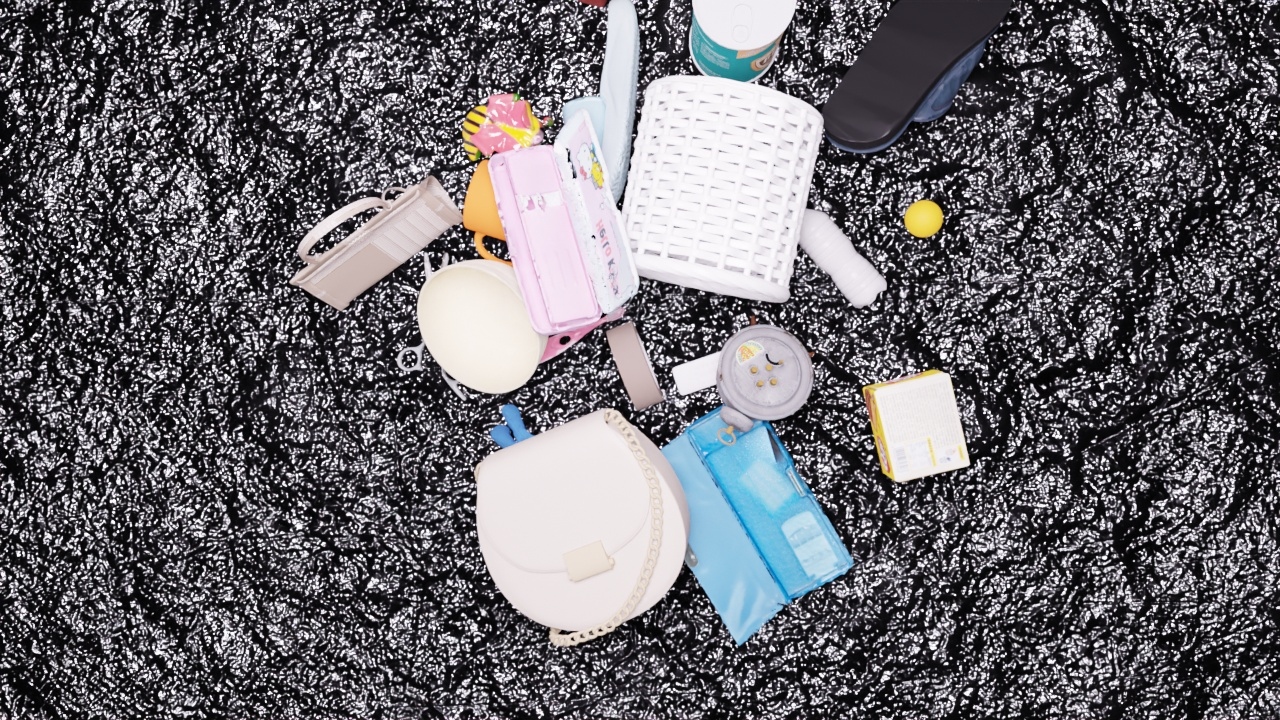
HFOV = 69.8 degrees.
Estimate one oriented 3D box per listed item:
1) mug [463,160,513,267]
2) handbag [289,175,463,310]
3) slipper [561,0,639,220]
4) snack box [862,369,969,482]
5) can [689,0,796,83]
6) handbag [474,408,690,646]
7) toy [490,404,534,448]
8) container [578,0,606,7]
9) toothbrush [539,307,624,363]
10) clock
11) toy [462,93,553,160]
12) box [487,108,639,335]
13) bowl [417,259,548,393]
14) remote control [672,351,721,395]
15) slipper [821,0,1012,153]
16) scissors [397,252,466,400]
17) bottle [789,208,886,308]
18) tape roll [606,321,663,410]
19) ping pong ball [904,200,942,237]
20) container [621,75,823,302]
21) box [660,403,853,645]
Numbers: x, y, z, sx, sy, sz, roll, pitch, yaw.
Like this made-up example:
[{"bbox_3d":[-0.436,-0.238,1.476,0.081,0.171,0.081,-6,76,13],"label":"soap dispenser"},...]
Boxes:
[{"bbox_3d":[-0.139,-0.152,1.010,0.096,0.077,0.113,18,116,1],"label":"mug"},{"bbox_3d":[-0.290,-0.127,0.950,0.176,0.198,0.062,-36,91,3],"label":"handbag"},{"bbox_3d":[-0.044,-0.267,0.985,0.074,0.104,0.245,7,87,3],"label":"slipper"},{"bbox_3d":[0.301,0.070,1.008,0.083,0.061,0.106,-14,93,3],"label":"snack box"},{"bbox_3d":[0.102,-0.352,0.950,0.099,0.144,0.099,0,93,2],"label":"can"},{"bbox_3d":[-0.058,0.169,0.961,0.211,0.103,0.208,-22,95,11],"label":"handbag"},{"bbox_3d":[-0.088,0.110,1.024,0.176,0.071,0.113,34,105,0],"label":"toy"},{"bbox_3d":[-0.080,-0.448,0.922,0.148,0.200,0.127,21,93,1],"label":"container"},{"bbox_3d":[-0.078,-0.027,1.039,0.135,0.016,0.021,-28,92,3],"label":"toothbrush"},{"bbox_3d":[0.124,0.027,0.986,0.104,0.056,0.147,31,75,1],"label":"clock"},{"bbox_3d":[-0.149,-0.252,1.017,0.103,0.046,0.084,3,107,6],"label":"toy"},{"bbox_3d":[-0.077,-0.137,0.905,0.111,0.101,0.201,-13,77,-14],"label":"box"},{"bbox_3d":[-0.159,-0.047,1.000,0.151,0.075,0.151,13,123,20],"label":"bowl"},{"bbox_3d":[0.102,0.003,1.036,0.131,0.012,0.033,-19,90,3],"label":"remote control"},{"bbox_3d":[0.293,-0.305,0.985,0.109,0.083,0.265,33,75,29],"label":"slipper"},{"bbox_3d":[-0.222,-0.038,1.046,0.131,0.014,0.153,32,97,1],"label":"scissors"},{"bbox_3d":[0.212,-0.119,1.009,0.044,0.044,0.136,-42,91,4],"label":"bottle"},{"bbox_3d":[-0.006,0.006,1.000,0.030,0.093,0.093,-22,92,3],"label":"tape roll"},{"bbox_3d":[0.310,-0.155,1.005,0.040,0.040,0.040,0,93,2],"label":"ping pong ball"},{"bbox_3d":[0.077,-0.169,0.940,0.189,0.189,0.187,12,92,1],"label":"container"},{"bbox_3d":[0.113,0.172,1.025,0.175,0.060,0.231,-30,92,-13],"label":"box"}]
